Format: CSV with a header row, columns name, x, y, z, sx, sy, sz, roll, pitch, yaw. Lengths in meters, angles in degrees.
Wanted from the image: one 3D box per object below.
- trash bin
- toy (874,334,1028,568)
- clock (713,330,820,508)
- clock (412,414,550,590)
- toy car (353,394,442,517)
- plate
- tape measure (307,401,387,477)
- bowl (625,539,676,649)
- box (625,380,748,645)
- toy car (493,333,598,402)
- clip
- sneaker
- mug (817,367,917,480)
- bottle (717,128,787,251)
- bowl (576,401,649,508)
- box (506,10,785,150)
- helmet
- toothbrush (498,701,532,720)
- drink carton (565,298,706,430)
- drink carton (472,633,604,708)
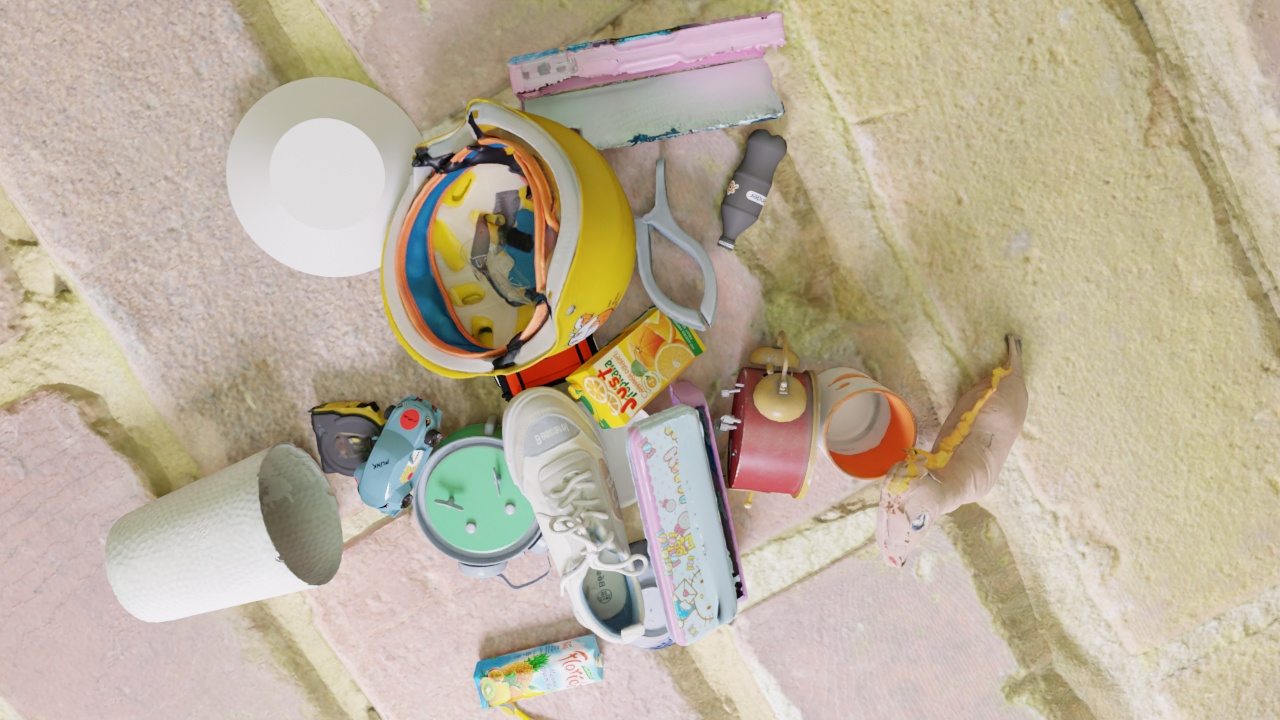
name,x,y,z,sx,sy,sz,roll,pitch,yaw
trash bin,-0.376,0.163,0.830,0.161,0.133,0.133,-19,101,6
toy,0.271,0.069,0.792,0.065,0.263,0.196,13,97,36
clock,0.111,0.049,0.823,0.081,0.117,0.159,6,120,0
clock,-0.137,0.141,0.856,0.122,0.075,0.161,-26,100,2
toy car,-0.219,0.084,0.815,0.060,0.027,0.108,27,93,20
plate,-0.269,-0.159,0.795,0.174,0.036,0.174,-2,97,-13
tape measure,-0.267,0.073,0.857,0.072,0.042,0.071,-8,98,-3
bowl,0.011,0.237,0.897,0.114,0.045,0.114,0,101,-2
box,0.050,0.135,0.829,0.062,0.139,0.214,-5,106,27
toy car,-0.087,0.001,0.845,0.100,0.048,0.051,-20,101,2
clip,0.011,-0.095,0.816,0.090,0.027,0.162,-20,77,3
sneaker,-0.047,0.137,0.799,0.089,0.091,0.242,-23,105,-19
mug,0.195,0.054,0.837,0.082,0.105,0.082,0,101,-2
bottle,0.097,-0.152,0.827,0.036,0.036,0.110,21,100,-6
bowl,-0.035,0.083,0.867,0.110,0.040,0.110,-1,101,-3
box,0.009,-0.229,0.784,0.230,0.084,0.091,-11,100,0
helmet,-0.099,-0.093,0.775,0.241,0.139,0.209,-32,76,39
toothbrush,-0.092,0.385,0.937,0.135,0.016,0.021,38,93,-8
drink carton,-0.005,0.005,0.821,0.122,0.041,0.058,-41,102,-29
drink carton,-0.099,0.307,0.909,0.129,0.038,0.044,-13,101,0
